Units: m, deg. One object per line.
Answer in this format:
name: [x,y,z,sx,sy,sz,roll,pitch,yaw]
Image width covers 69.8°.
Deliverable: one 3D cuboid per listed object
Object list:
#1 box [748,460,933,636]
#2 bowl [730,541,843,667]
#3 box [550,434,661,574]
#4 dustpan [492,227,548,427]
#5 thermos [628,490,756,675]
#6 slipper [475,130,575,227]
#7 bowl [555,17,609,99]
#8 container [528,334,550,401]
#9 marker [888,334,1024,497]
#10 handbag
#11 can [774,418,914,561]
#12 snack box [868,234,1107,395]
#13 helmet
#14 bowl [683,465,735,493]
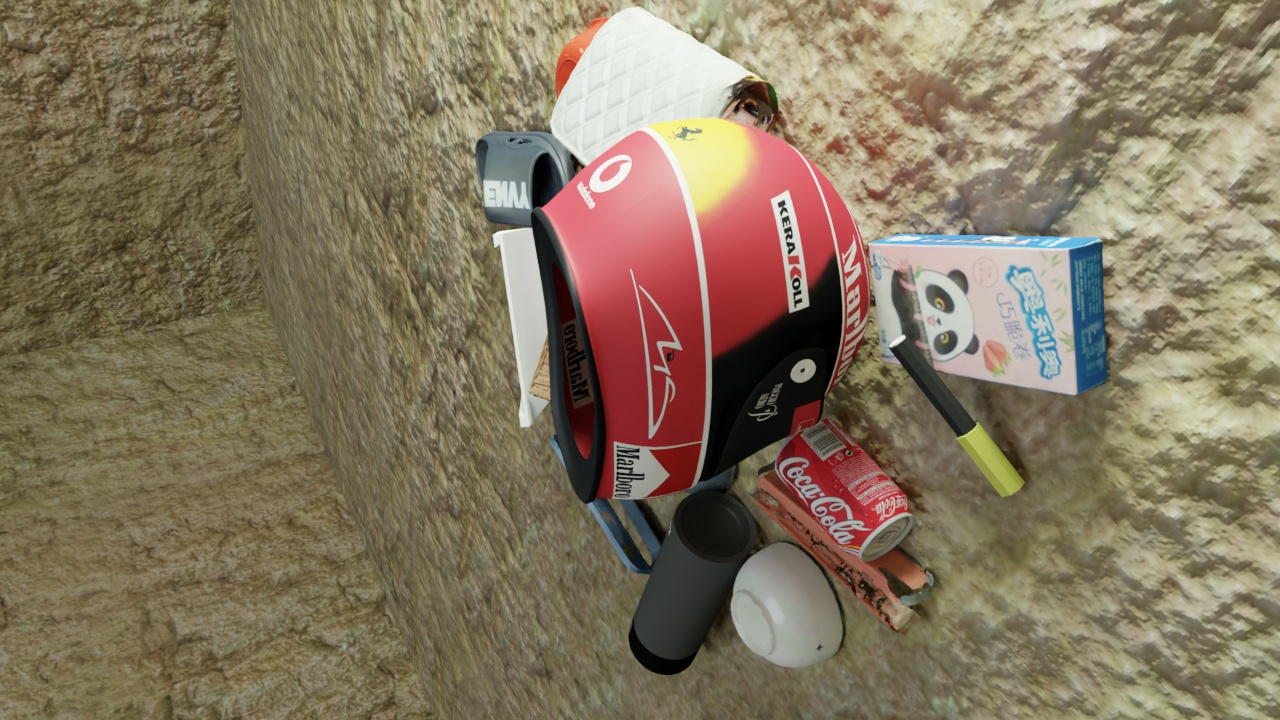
box: [0.160,0.141,0.754,0.188,0.056,0.064,40,101,43]
bowl: [0.126,0.231,0.843,0.113,0.063,0.114,38,137,47]
box: [-0.046,0.171,1.114,0.210,0.059,0.068,57,165,28]
dustpan: [-0.137,-0.049,1.025,0.257,0.053,0.191,-66,-30,-78]
thermos: [0.048,0.240,0.964,0.082,0.082,0.241,54,146,32]
slipper: [-0.158,-0.218,1.092,0.268,0.083,0.111,32,130,53]
bowl: [-0.048,-0.268,0.905,0.130,0.045,0.131,37,136,47]
container: [-0.005,0.005,0.866,0.199,0.112,0.114,15,88,59]
marker: [0.206,0.035,0.601,0.124,0.017,0.021,51,-167,-2]
handbag: [0.017,-0.205,0.773,0.139,0.072,0.195,-55,49,16]
can: [0.158,0.100,0.714,0.104,0.064,0.064,51,145,35]
snack box: [0.213,-0.033,0.578,0.154,0.033,0.088,14,118,58]
helmet: [0.047,-0.036,0.653,0.197,0.224,0.271,-118,20,-51]
bowl: [0.043,0.091,0.924,0.110,0.055,0.110,35,133,49]
